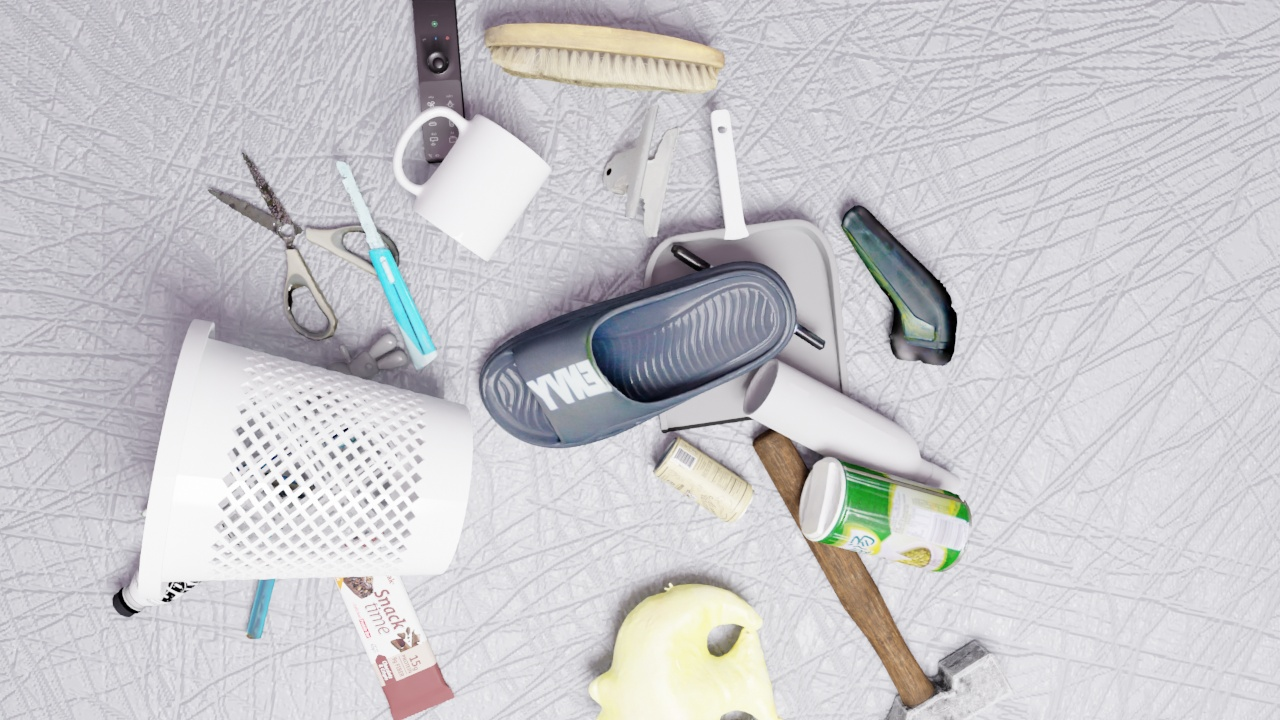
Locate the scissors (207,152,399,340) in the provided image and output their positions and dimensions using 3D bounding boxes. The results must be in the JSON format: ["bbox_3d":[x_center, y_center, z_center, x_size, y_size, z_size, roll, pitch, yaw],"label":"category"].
[{"bbox_3d":[-0.279,-0.092,0.759,0.157,0.012,0.166,2,93,-5],"label":"scissors"}]

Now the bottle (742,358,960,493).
[{"bbox_3d":[0.181,0.065,0.761,0.195,0.052,0.052,27,91,-13],"label":"bottle"}]

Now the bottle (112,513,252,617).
[{"bbox_3d":[-0.378,0.170,0.754,0.116,0.041,0.041,-34,93,-1],"label":"bottle"}]

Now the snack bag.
[{"bbox_3d":[-0.213,0.225,0.777,0.057,0.013,0.158,-22,93,-3],"label":"snack bag"}]

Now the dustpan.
[{"bbox_3d":[0.081,-0.076,0.765,0.163,0.033,0.257,-8,93,-2],"label":"dustpan"}]

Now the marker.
[{"bbox_3d":[0.089,-0.051,0.751,0.152,0.011,0.011,32,91,-9],"label":"marker"}]

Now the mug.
[{"bbox_3d":[-0.141,-0.147,0.727,0.110,0.074,0.090,35,91,-19],"label":"mug"}]

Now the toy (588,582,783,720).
[{"bbox_3d":[0.035,0.271,0.763,0.155,0.064,0.170,-11,89,-1],"label":"toy"}]

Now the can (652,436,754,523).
[{"bbox_3d":[0.053,0.101,0.769,0.079,0.038,0.038,34,91,-3],"label":"can"}]

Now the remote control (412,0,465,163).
[{"bbox_3d":[-0.166,-0.240,0.758,0.034,0.013,0.150,-4,93,-2],"label":"remote control"}]

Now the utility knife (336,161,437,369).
[{"bbox_3d":[-0.212,-0.077,0.752,0.022,0.015,0.179,-26,100,-14],"label":"utility knife"}]

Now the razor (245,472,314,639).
[{"bbox_3d":[-0.308,0.164,0.767,0.042,0.022,0.144,14,97,-10],"label":"razor"}]

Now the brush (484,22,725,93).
[{"bbox_3d":[-0.030,-0.244,0.741,0.195,0.059,0.043,6,101,-1],"label":"brush"}]

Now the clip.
[{"bbox_3d":[0.000,-0.153,0.754,0.058,0.052,0.102,16,75,-15],"label":"clip"}]

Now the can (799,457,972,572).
[{"bbox_3d":[0.193,0.123,0.730,0.121,0.067,0.067,16,92,-13],"label":"can"}]

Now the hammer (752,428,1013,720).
[{"bbox_3d":[0.148,0.209,0.780,0.217,0.037,0.300,-30,93,-1],"label":"hammer"}]

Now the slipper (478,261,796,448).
[{"bbox_3d":[-0.004,0.004,0.725,0.268,0.083,0.111,-21,101,10],"label":"slipper"}]

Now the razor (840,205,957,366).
[{"bbox_3d":[0.212,-0.060,0.767,0.067,0.053,0.151,-37,88,16],"label":"razor"}]

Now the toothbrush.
[{"bbox_3d":[-0.327,0.095,0.766,0.189,0.016,0.017,-22,103,-1],"label":"toothbrush"}]

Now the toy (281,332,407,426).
[{"bbox_3d":[-0.247,0.015,0.758,0.111,0.030,0.049,-29,109,-6],"label":"toy"}]

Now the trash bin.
[{"bbox_3d":[-0.240,0.083,0.681,0.199,0.196,0.195,10,92,-22],"label":"trash bin"}]
